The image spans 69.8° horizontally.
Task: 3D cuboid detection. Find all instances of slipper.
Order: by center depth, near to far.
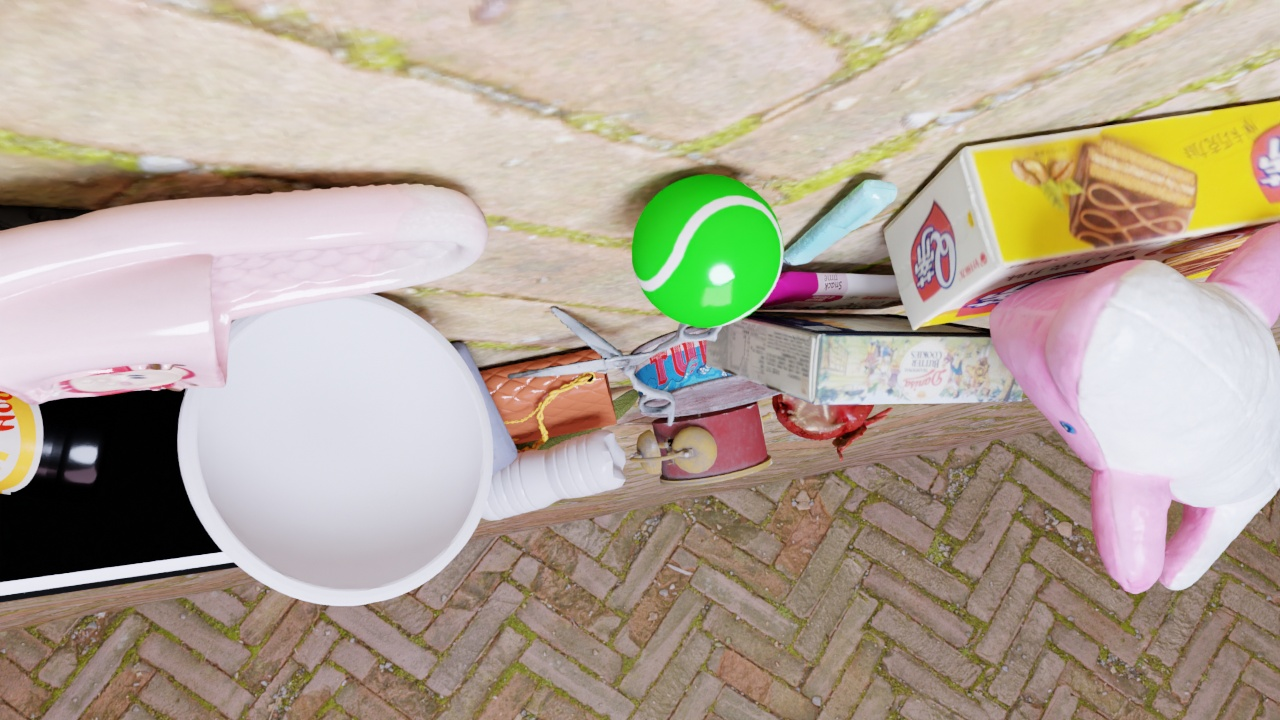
[{"bbox_3d":[-0.159,-0.019,0.329,0.221,0.055,0.107,-18,176,-26],"label":"slipper"}]

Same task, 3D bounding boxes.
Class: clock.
[{"bbox_3d":[0.058,0.078,0.934,0.158,0.081,0.117,-13,-177,-41],"label":"clock"}]

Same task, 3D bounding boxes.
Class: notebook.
[{"bbox_3d":[-0.253,0.051,0.446,0.206,0.149,0.016,-1,124,-39],"label":"notebook"}]

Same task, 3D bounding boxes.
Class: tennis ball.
[{"bbox_3d":[0.029,-0.047,0.394,0.065,0.065,0.065,-11,168,-3],"label":"tennis ball"}]

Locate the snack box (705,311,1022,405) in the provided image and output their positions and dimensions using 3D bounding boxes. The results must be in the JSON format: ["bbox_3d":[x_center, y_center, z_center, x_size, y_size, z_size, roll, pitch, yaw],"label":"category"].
[{"bbox_3d":[0.135,-0.005,0.573,0.145,0.042,0.144,1,-172,-20],"label":"snack box"}]

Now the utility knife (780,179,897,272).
[{"bbox_3d":[0.092,-0.062,0.502,0.022,0.015,0.166,-3,168,-15],"label":"utility knife"}]

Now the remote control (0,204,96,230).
[{"bbox_3d":[-0.236,-0.028,0.358,0.033,0.015,0.147,-2,165,-36],"label":"remote control"}]

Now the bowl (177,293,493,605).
[{"bbox_3d":[-0.145,0.042,0.440,0.149,0.149,0.043,0,165,-41],"label":"bowl"}]

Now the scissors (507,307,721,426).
[{"bbox_3d":[-0.006,0.005,0.605,0.142,0.014,0.175,-20,146,19],"label":"scissors"}]

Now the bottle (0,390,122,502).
[{"bbox_3d":[-0.312,0.016,0.363,0.181,0.059,0.059,14,156,-29],"label":"bottle"}]

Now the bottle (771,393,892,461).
[{"bbox_3d":[0.171,0.038,0.835,0.099,0.099,0.111,-13,172,5],"label":"bottle"}]

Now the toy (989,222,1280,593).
[{"bbox_3d":[0.250,0.013,0.460,0.265,0.186,0.128,29,-179,-39],"label":"toy"}]

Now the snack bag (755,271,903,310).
[{"bbox_3d":[0.129,-0.043,0.593,0.196,0.016,0.070,-3,175,-38],"label":"snack bag"}]

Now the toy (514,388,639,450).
[{"bbox_3d":[-0.094,0.079,0.809,0.178,0.078,0.153,-32,179,-40],"label":"toy"}]

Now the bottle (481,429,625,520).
[{"bbox_3d":[-0.079,0.088,0.676,0.136,0.044,0.044,-17,167,14],"label":"bottle"}]

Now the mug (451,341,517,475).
[{"bbox_3d":[-0.146,0.056,0.584,0.123,0.084,0.104,-32,133,-17],"label":"mug"}]

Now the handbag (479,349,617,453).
[{"bbox_3d":[-0.107,0.039,0.681,0.172,0.060,0.109,-11,164,-1],"label":"handbag"}]

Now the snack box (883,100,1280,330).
[{"bbox_3d":[0.257,-0.076,0.477,0.230,0.061,0.110,-10,168,-8],"label":"snack box"}]

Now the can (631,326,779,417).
[{"bbox_3d":[0.059,0.007,0.708,0.130,0.044,0.130,-11,168,-3],"label":"can"}]
